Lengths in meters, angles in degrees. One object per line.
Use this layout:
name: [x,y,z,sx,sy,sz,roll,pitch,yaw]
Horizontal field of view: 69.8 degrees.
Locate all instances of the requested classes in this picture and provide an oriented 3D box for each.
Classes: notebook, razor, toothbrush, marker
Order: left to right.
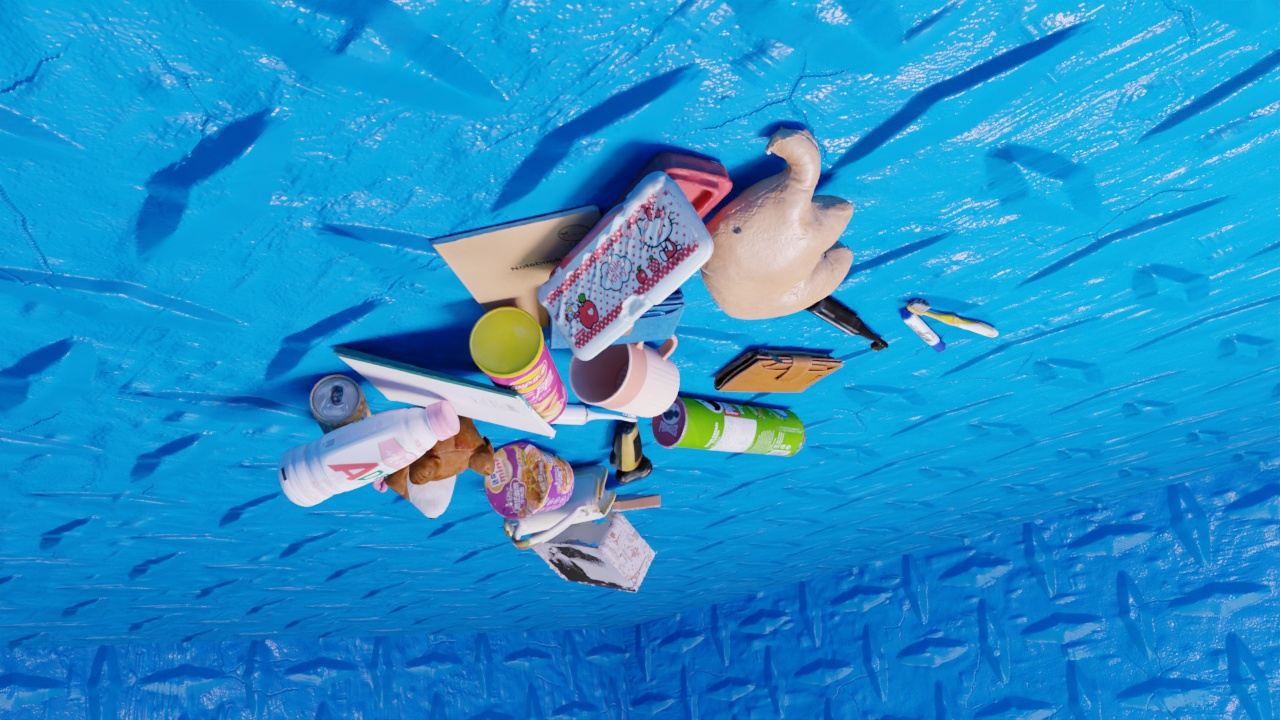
notebook: [-0.206,0.037,0.986,0.209,0.012,0.150,13,162,14]
notebook: [-0.090,-0.078,0.868,0.148,0.008,0.208,-11,158,6]
toothbrush: [-0.100,0.070,1.198,0.220,0.026,0.027,4,-167,-28]
razor: [-0.014,0.130,1.347,0.067,0.062,0.168,21,155,11]
toothbrush: [0.241,-0.041,1.056,0.027,0.026,0.212,-34,149,23]
marker: [0.346,-0.036,1.119,0.017,0.017,0.145,-21,155,27]
toothbrush: [0.380,-0.050,1.100,0.191,0.016,0.018,11,142,-38]

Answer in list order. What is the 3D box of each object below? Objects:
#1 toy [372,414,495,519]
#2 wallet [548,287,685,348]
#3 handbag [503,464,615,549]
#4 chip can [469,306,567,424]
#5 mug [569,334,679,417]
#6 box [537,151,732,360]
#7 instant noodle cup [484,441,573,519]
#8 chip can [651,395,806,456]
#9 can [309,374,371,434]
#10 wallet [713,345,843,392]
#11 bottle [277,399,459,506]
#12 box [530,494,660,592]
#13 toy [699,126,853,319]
toy: [-0.270,0.140,1.199,0.140,0.130,0.200,0,167,-34]
wallet: [-0.026,-0.041,0.923,0.133,0.040,0.106,-6,162,-8]
handbag: [-0.133,0.229,1.418,0.163,0.063,0.178,-15,-165,13]
chip can: [-0.124,0.014,0.974,0.071,0.071,0.211,-9,162,0]
mug: [-0.006,0.006,1.025,0.115,0.081,0.105,-49,146,14]
box: [-0.005,-0.076,0.766,0.095,0.099,0.202,4,152,-35]
instant noodle cup: [-0.156,0.178,1.346,0.112,0.111,0.099,-18,163,22]
chip can: [0.127,0.094,1.282,0.235,0.072,0.072,9,152,-38]
can: [-0.341,0.068,1.062,0.058,0.058,0.146,-5,158,-10]
wallet: [0.177,0.011,1.159,0.130,0.035,0.119,2,161,-26]
bottle: [-0.292,0.095,0.992,0.197,0.068,0.068,-22,156,10]
box: [-0.071,0.273,1.555,0.182,0.167,0.151,-2,135,39]
toy: [0.113,-0.106,0.791,0.143,0.082,0.226,-26,154,2]
